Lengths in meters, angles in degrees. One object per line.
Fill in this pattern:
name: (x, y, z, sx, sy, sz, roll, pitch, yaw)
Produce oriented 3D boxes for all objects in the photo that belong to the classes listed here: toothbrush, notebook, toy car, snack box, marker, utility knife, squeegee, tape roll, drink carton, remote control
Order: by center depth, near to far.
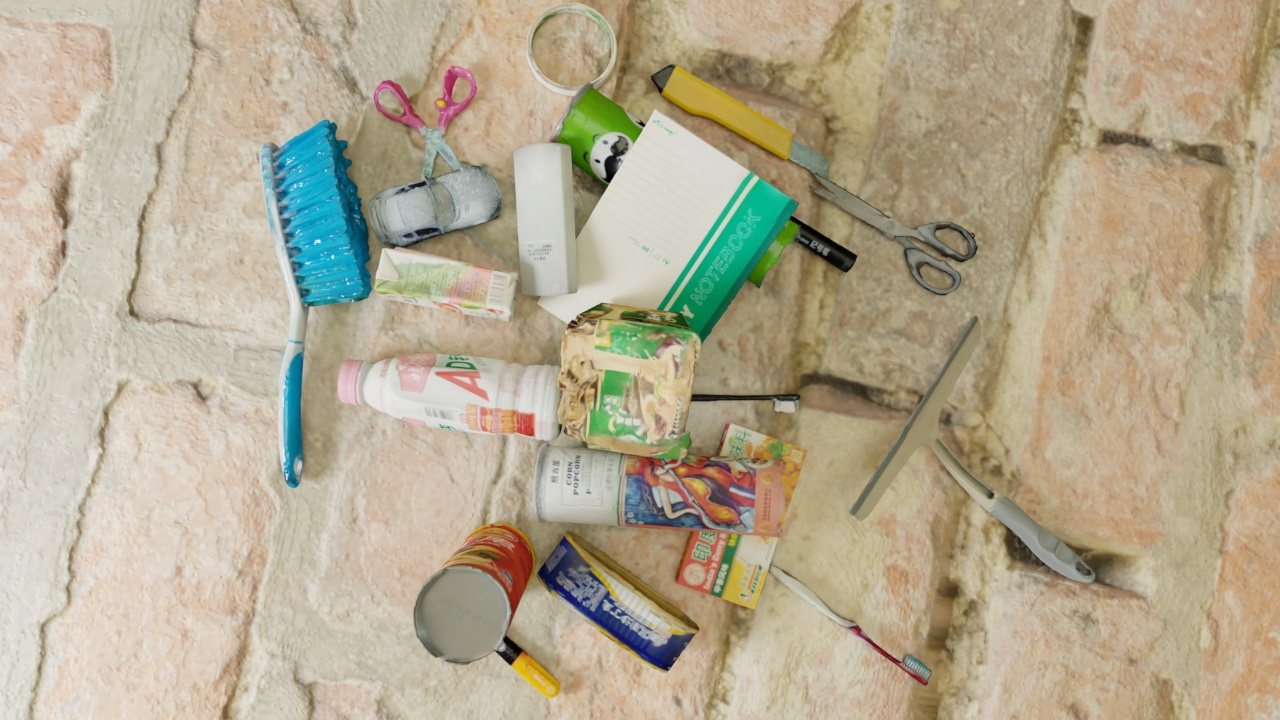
snack box: (-0.005, 0.005, 0.797, 0.117, 0.105, 0.118, 8, 113, 4)
remote control: (-0.084, -0.125, 0.820, 0.056, 0.019, 0.135, 1, 97, 34)
notebook: (0.021, -0.094, 0.821, 0.150, 0.012, 0.209, 32, 111, -4)
drink carton: (-0.173, -0.069, 0.827, 0.122, 0.053, 0.045, 11, 84, -5)
marker: (-0.121, 0.262, 0.832, 0.124, 0.015, 0.018, 42, 80, 0)
toy car: (-0.187, -0.140, 0.836, 0.120, 0.037, 0.054, -17, 96, -8)
snack box: (0.093, 0.143, 0.851, 0.077, 0.027, 0.155, 19, 85, -2)
toothbrush: (0.061, 0.038, 0.860, 0.181, 0.015, 0.018, 2, 95, -5)
toothbrush: (0.197, 0.245, 0.860, 0.187, 0.016, 0.017, 36, 77, -2)
squeegee: (0.334, 0.128, 0.868, 0.246, 0.039, 0.245, 42, 67, -7)
tape roll: (-0.065, -0.294, 0.868, 0.086, 0.014, 0.085, 0, 87, -5)
marker: (0.147, -0.126, 0.875, 0.132, 0.020, 0.022, 32, 55, -1)
utility knife: (0.098, -0.226, 0.878, 0.197, 0.015, 0.033, 29, 92, -5)

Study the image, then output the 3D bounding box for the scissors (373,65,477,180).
scissors: (-0.199, -0.213, 0.853, 0.124, 0.017, 0.133, 14, 89, -7)

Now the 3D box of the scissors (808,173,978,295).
scissors: (0.238, -0.120, 0.882, 0.173, 0.014, 0.141, -6, 89, -7)

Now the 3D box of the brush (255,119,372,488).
brush: (-0.292, -0.049, 0.820, 0.109, 0.060, 0.314, -11, 90, 0)

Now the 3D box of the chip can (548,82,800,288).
chip can: (0.032, -0.158, 0.841, 0.236, 0.072, 0.072, 33, 84, -3)

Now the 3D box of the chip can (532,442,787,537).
chip can: (0.018, 0.114, 0.806, 0.215, 0.071, 0.071, 3, 86, 5)

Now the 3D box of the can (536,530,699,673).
can: (-0.020, 0.214, 0.814, 0.148, 0.074, 0.049, 36, 87, -2)

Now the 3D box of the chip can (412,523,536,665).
chip can: (-0.128, 0.179, 0.736, 0.073, 0.216, 0.073, 0, 87, -1)

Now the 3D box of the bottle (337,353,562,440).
bottle: (-0.166, 0.028, 0.819, 0.197, 0.068, 0.068, 6, 86, 0)
